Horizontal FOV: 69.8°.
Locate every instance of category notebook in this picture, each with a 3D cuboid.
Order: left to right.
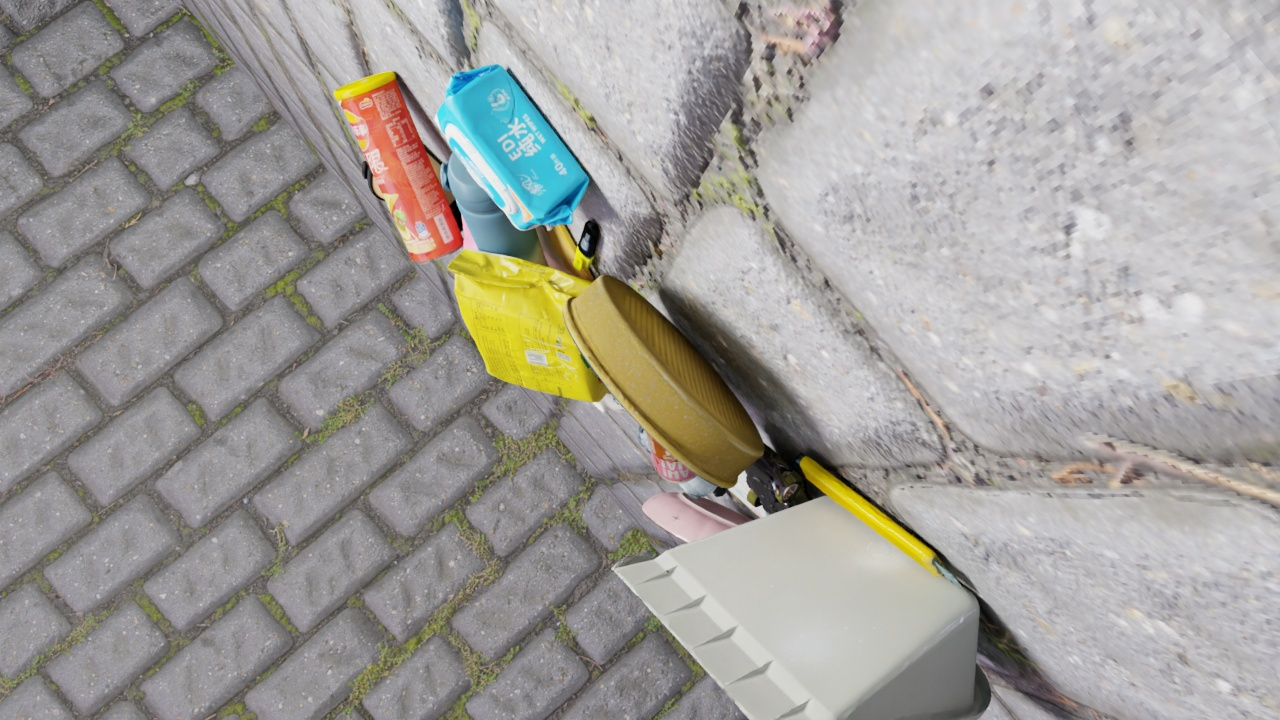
[{"bbox_3d":[-0.092,-0.116,0.985,0.146,0.010,0.206,39,165,40],"label":"notebook"}]

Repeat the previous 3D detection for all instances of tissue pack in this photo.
[{"bbox_3d":[-0.104,-0.164,0.731,0.140,0.063,0.090,52,169,-14],"label":"tissue pack"}]

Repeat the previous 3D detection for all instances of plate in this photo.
[{"bbox_3d":[0.096,0.203,1.117,0.192,0.039,0.192,24,-179,-1],"label":"plate"}]

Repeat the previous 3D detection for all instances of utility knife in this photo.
[{"bbox_3d":[0.180,0.120,0.705,0.173,0.015,0.033,38,171,40],"label":"utility knife"}]

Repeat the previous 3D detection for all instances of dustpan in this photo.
[{"bbox_3d":[0.148,0.220,0.717,0.223,0.257,0.143,36,140,50],"label":"dustpan"}]

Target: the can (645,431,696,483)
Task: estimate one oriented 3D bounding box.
[{"bbox_3d":[0.036,0.079,0.989,0.058,0.057,0.147,44,163,27],"label":"can"}]

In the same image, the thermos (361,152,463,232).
[{"bbox_3d":[-0.282,-0.223,1.184,0.143,0.093,0.093,37,166,21],"label":"thermos"}]

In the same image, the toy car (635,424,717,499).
[{"bbox_3d":[0.047,0.111,1.096,0.120,0.054,0.037,48,171,4],"label":"toy car"}]

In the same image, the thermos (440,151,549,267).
[{"bbox_3d":[-0.139,-0.135,0.905,0.070,0.070,0.221,46,168,19],"label":"thermos"}]

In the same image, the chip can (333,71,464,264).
[{"bbox_3d":[-0.277,-0.223,1.072,0.073,0.073,0.217,31,147,58],"label":"chip can"}]

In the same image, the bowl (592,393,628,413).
[{"bbox_3d":[-0.040,0.024,1.125,0.113,0.062,0.113,47,168,13],"label":"bowl"}]

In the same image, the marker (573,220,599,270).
[{"bbox_3d":[-0.050,-0.105,0.848,0.018,0.015,0.124,46,168,1],"label":"marker"}]

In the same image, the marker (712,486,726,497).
[{"bbox_3d":[0.069,0.123,1.151,0.131,0.018,0.023,53,160,-24],"label":"marker"}]

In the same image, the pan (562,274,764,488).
[{"bbox_3d":[0.009,0.005,0.806,0.197,0.078,0.357,46,-169,-10],"label":"pan"}]

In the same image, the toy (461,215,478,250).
[{"bbox_3d":[-0.164,-0.110,1.120,0.195,0.074,0.178,62,173,-34],"label":"toy"}]

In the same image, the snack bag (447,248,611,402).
[{"bbox_3d":[-0.106,-0.027,0.971,0.158,0.068,0.247,14,159,8],"label":"snack bag"}]

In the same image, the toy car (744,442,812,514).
[{"bbox_3d":[0.125,0.115,0.831,0.070,0.042,0.158,41,168,35],"label":"toy car"}]

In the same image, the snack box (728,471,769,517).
[{"bbox_3d":[0.099,0.102,0.934,0.085,0.026,0.157,40,166,37],"label":"snack box"}]
